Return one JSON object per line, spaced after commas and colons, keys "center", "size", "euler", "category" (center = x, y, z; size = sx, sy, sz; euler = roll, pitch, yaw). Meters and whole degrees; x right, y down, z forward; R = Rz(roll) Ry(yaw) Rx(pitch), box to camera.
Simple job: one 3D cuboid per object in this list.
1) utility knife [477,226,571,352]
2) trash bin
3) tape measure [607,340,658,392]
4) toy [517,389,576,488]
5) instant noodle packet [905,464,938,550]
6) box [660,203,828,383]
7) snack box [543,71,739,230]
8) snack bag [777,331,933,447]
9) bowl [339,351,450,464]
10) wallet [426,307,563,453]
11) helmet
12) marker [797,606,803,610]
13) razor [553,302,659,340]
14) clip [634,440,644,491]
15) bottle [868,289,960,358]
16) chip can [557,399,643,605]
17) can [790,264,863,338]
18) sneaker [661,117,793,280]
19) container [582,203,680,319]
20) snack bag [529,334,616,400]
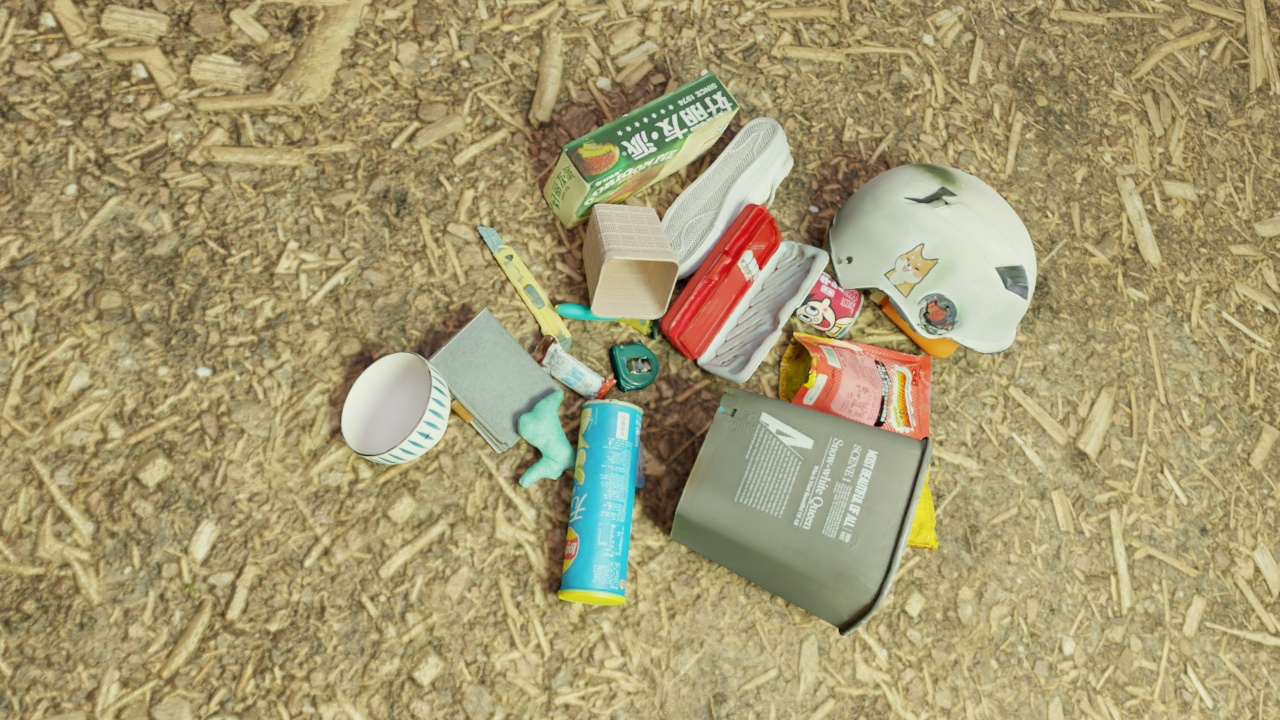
{"center": [-0.134, -0.084, 1.070], "size": [0.030, 0.019, 0.182], "euler": [-31, 79, -31], "category": "utility knife"}
{"center": [0.162, 0.149, 0.974], "size": [0.220, 0.199, 0.198], "euler": [22, 65, 8], "category": "trash bin"}
{"center": [-0.006, 0.006, 1.072], "size": [0.054, 0.025, 0.058], "euler": [-9, 75, -20], "category": "tape measure"}
{"center": [-0.103, 0.092, 0.996], "size": [0.096, 0.030, 0.092], "euler": [-38, 112, -28], "category": "toy"}
{"center": [0.306, 0.161, 1.112], "size": [0.110, 0.044, 0.128], "euler": [9, 68, -16], "category": "instant noodle packet"}
{"center": [0.125, -0.081, 1.081], "size": [0.200, 0.100, 0.094], "euler": [-55, 138, -12], "category": "box"}
{"center": [0.001, -0.255, 1.117], "size": [0.239, 0.115, 0.063], "euler": [-33, 85, -25], "category": "snack box"}
{"center": [0.277, 0.035, 1.139], "size": [0.207, 0.073, 0.128], "euler": [12, 66, -19], "category": "snack bag"}
{"center": [-0.241, 0.056, 0.942], "size": [0.066, 0.117, 0.116], "euler": [43, 52, -51], "category": "bowl"}
{"center": [-0.163, 0.023, 1.005], "size": [0.129, 0.037, 0.106], "euler": [48, 65, -11], "category": "wallet"}
{"center": [0.379, -0.147, 1.133], "size": [0.274, 0.157, 0.229], "euler": [33, 42, 10], "category": "helmet"}
{"center": [0.226, 0.250, 1.071], "size": [0.123, 0.015, 0.018], "euler": [-34, 85, -28], "category": "marker"}
{"center": [-0.039, -0.053, 1.079], "size": [0.132, 0.028, 0.043], "euler": [7, 95, -20], "category": "razor"}
{"center": [-0.007, 0.118, 1.036], "size": [0.026, 0.037, 0.058], "euler": [10, 67, -10], "category": "clip"}
{"center": [0.354, -0.066, 1.200], "size": [0.149, 0.067, 0.066], "euler": [38, 64, 6], "category": "bottle"}
{"center": [-0.041, 0.151, 0.983], "size": [0.071, 0.071, 0.210], "euler": [11, 68, -15], "category": "chip can"}
{"center": [0.223, -0.077, 1.154], "size": [0.094, 0.067, 0.066], "euler": [28, 65, -7], "category": "can"}
{"center": [0.109, -0.188, 1.155], "size": [0.089, 0.091, 0.242], "euler": [29, 77, 42], "category": "sneaker"}
{"center": [-0.017, -0.119, 1.062], "size": [0.090, 0.090, 0.110], "euler": [1, 46, -17], "category": "container"}
{"center": [-0.077, 0.015, 1.043], "size": [0.105, 0.026, 0.045], "euler": [34, 95, -6], "category": "snack bag"}
